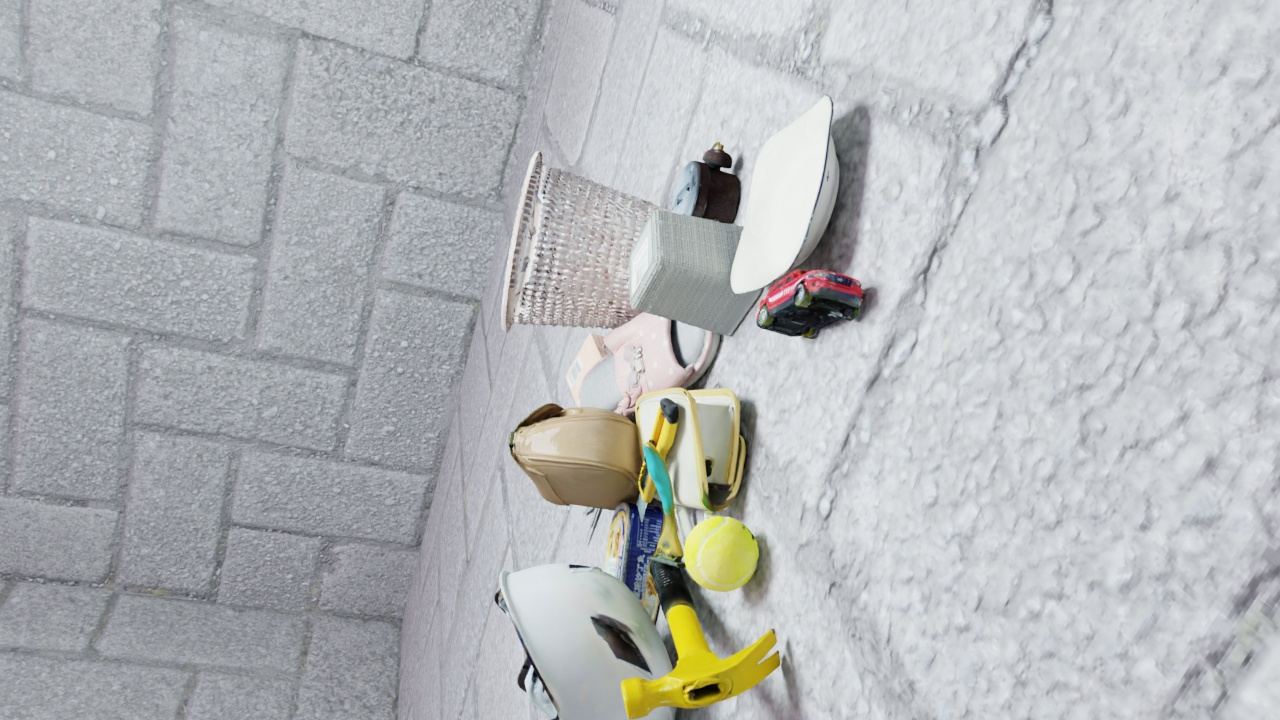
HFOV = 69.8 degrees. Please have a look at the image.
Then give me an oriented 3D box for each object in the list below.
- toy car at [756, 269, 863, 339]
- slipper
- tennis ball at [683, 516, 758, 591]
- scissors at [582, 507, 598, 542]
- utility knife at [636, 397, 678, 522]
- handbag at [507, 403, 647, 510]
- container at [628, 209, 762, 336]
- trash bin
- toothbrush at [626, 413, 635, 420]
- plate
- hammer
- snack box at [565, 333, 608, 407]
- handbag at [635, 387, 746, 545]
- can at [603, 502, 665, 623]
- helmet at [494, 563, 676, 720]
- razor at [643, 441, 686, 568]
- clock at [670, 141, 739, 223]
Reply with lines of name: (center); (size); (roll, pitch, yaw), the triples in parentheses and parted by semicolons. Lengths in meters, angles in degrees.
toy car: (0.136, -0.050, 0.752); (0.121, 0.053, 0.045); (155, 127, -70)
slipper: (-0.006, 0.006, 1.076); (0.275, 0.054, 0.114); (-34, 57, 48)
tennis ball: (0.071, 0.169, 0.803); (0.065, 0.065, 0.065); (-170, 91, -73)
scissors: (-0.054, 0.185, 1.277); (0.179, 0.014, 0.159); (171, 110, -72)
utility knife: (0.013, 0.105, 0.929); (0.193, 0.015, 0.033); (103, 152, -45)
handbag: (-0.062, 0.113, 1.062); (0.205, 0.148, 0.099); (75, -161, -65)
container: (0.053, -0.092, 0.940); (0.090, 0.114, 0.090); (121, 155, -47)
trash bin: (-0.058, -0.128, 1.140); (0.227, 0.192, 0.227); (-172, 93, -86)
toothbrush: (0.020, 0.011, 1.129); (0.222, 0.026, 0.026); (124, 146, -51)
plate: (0.136, -0.140, 0.827); (0.164, 0.034, 0.163); (164, 120, -73)
hammer: (0.038, 0.232, 0.827); (0.300, 0.128, 0.033); (-135, 34, -83)
snack box: (-0.060, 0.039, 1.296); (0.085, 0.026, 0.157); (-59, 34, 25)
handbag: (0.054, 0.116, 0.924); (0.163, 0.063, 0.178); (166, 100, -71)
can: (-0.009, 0.236, 1.040); (0.075, 0.049, 0.148); (156, 123, -69)
helmet: (-0.044, 0.304, 0.903); (0.229, 0.145, 0.259); (-129, 26, -56)
razor: (0.021, 0.141, 0.904); (0.043, 0.028, 0.132); (5, 110, 47)
clock: (0.074, -0.191, 1.037); (0.082, 0.055, 0.121); (141, 138, -65)
